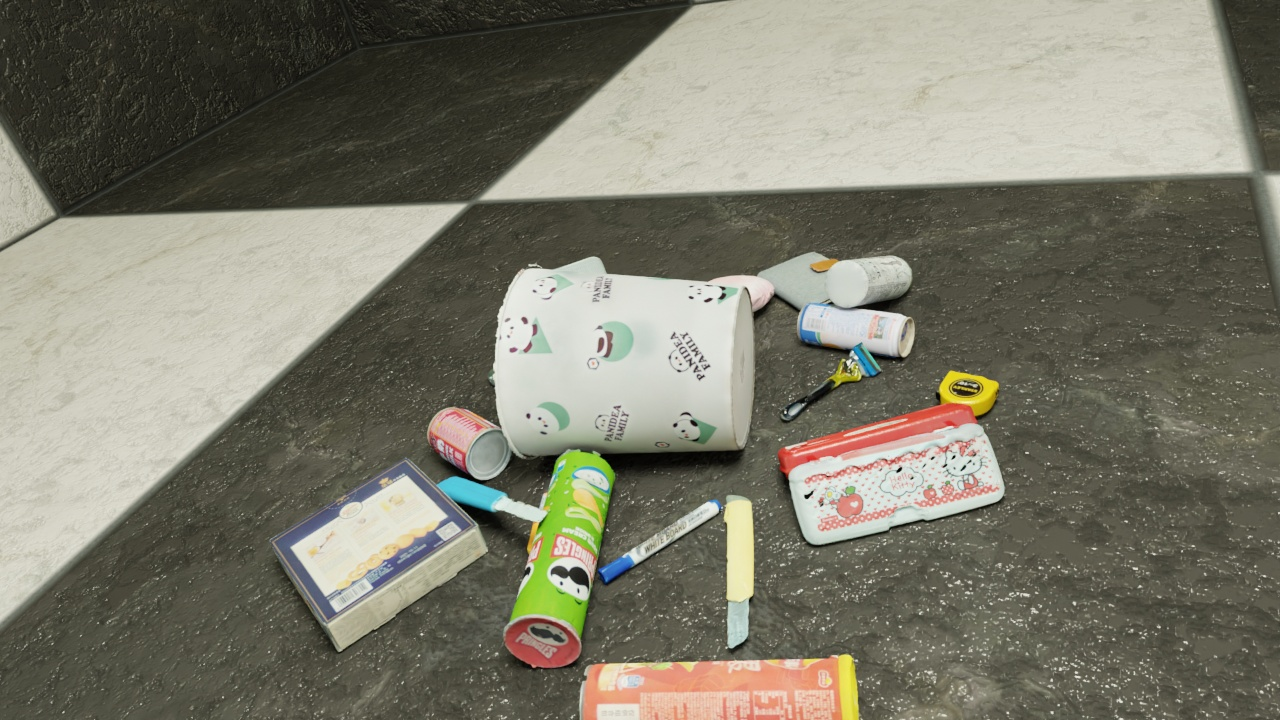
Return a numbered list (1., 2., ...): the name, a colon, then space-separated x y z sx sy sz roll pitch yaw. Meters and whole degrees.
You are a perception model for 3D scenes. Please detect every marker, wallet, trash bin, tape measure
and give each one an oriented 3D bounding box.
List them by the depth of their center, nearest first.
1. marker: 0.022 0.183 0.937 0.145 0.017 0.017 -28 35 -20
2. tape measure: 0.357 0.040 1.005 0.060 0.029 0.057 13 41 36
3. marker: -0.106 0.171 1.011 0.018 0.015 0.123 -8 31 9
4. trash bin: -0.006 0.006 1.042 0.252 0.230 0.228 2 36 15
5. wallet: 0.240 -0.112 1.276 0.106 0.037 0.130 -26 34 -15

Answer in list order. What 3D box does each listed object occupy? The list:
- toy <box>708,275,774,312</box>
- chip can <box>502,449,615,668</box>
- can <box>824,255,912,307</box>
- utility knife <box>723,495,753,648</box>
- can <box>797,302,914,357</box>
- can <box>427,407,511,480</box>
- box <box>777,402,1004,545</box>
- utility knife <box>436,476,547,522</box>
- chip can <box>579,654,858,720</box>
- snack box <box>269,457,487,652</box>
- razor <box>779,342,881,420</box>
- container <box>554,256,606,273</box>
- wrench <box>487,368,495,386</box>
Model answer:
1. toy: 0.103 -0.090 1.269 0.160 0.054 0.121 3 15 24
2. chip can: -0.075 0.189 0.918 0.072 0.072 0.235 -7 33 13
3. can: 0.292 -0.102 1.168 0.058 0.058 0.146 14 16 37
4. utility knife: 0.094 0.195 0.887 0.031 0.021 0.201 -12 26 14
5. can: 0.266 -0.038 1.137 0.135 0.053 0.053 11 41 35
6. can: -0.209 0.099 1.112 0.066 0.066 0.094 -37 39 -30
7. box: 0.248 0.115 0.929 0.201 0.100 0.110 -15 -3 2
8. utility knife: -0.165 0.153 1.000 0.034 0.018 0.235 -32 19 -31
9. chip can: 0.063 0.276 0.731 0.217 0.073 0.073 -7 34 13
10. snack box: -0.289 0.204 1.006 0.177 0.046 0.183 -32 36 -25
11. razor: 0.219 0.032 1.082 0.142 0.022 0.042 -32 80 -19
12. container: -0.076 -0.075 1.305 0.090 0.090 0.111 -19 37 -7
13. wrench: -0.078 0.008 1.242 0.274 0.016 0.056 -4 34 16
